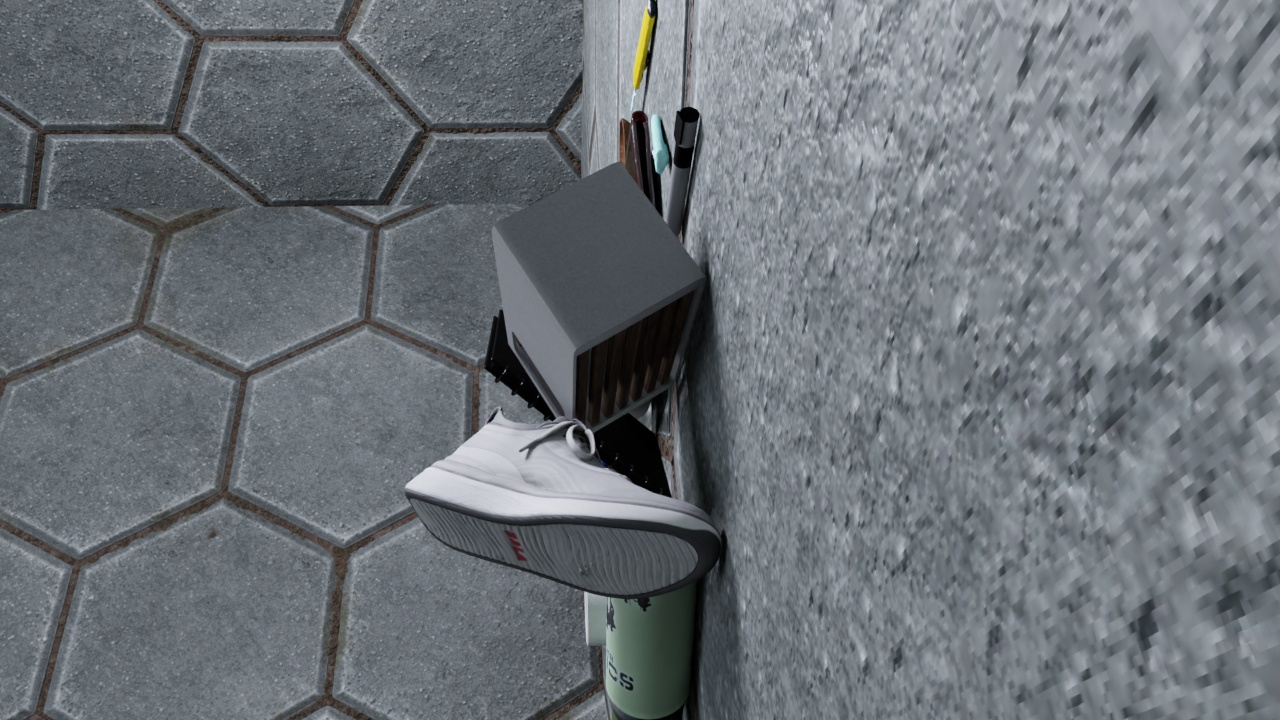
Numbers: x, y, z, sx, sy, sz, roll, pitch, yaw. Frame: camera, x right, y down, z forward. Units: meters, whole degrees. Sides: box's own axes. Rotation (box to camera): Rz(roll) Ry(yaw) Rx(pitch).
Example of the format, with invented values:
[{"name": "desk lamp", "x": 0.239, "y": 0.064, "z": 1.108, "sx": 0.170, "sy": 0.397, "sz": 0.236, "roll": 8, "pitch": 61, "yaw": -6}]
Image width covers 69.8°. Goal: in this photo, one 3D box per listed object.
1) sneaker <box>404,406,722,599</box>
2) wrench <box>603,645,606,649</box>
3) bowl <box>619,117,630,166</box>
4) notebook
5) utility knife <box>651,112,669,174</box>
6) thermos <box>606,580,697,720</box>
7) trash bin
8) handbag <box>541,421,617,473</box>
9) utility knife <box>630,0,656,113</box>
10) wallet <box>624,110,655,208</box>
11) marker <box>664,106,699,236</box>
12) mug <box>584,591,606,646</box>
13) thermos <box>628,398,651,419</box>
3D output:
[{"name": "sneaker", "x": -0.048, "y": 0.098, "z": 0.709, "sx": 0.128, "sy": 0.263, "sz": 0.097, "roll": -58, "pitch": -38, "yaw": -37}, {"name": "wrench", "x": -0.049, "y": 0.264, "z": 1.153, "sx": 0.018, "sy": 0.087, "sz": 0.273, "roll": -38, "pitch": -60, "yaw": -53}, {"name": "bowl", "x": -0.010, "y": -0.242, "z": 1.120, "sx": 0.114, "sy": 0.026, "sz": 0.102, "roll": -98, "pitch": 7, "yaw": -53}, {"name": "notebook", "x": -0.064, "y": 0.048, "z": 0.953, "sx": 0.019, "sy": 0.231, "sz": 0.169, "roll": -46, "pitch": 18, "yaw": 11}, {"name": "utility knife", "x": 0.018, "y": -0.218, "z": 0.901, "sx": 0.119, "sy": 0.015, "sz": 0.022, "roll": -93, "pitch": 3, "yaw": -53}, {"name": "thermos", "x": 0.010, "y": 0.236, "z": 0.791, "sx": 0.082, "sy": 0.082, "sz": 0.232, "roll": -100, "pitch": 10, "yaw": -61}, {"name": "trash bin", "x": -0.038, "y": -0.037, "z": 0.769, "sx": 0.114, "sy": 0.114, "sz": 0.229, "roll": 55, "pitch": 164, "yaw": 16}, {"name": "handbag", "x": -0.091, "y": 0.165, "z": 1.199, "sx": 0.093, "sy": 0.199, "sz": 0.200, "roll": -158, "pitch": 64, "yaw": -80}, {"name": "utility knife", "x": -0.001, "y": -0.338, "z": 1.031, "sx": 0.207, "sy": 0.018, "sz": 0.030, "roll": 121, "pitch": 153, "yaw": -71}, {"name": "wallet", "x": 0.003, "y": -0.193, "z": 0.996, "sx": 0.099, "sy": 0.031, "sz": 0.119, "roll": 97, "pitch": 168, "yaw": -74}, {"name": "marker", "x": 0.032, "y": -0.148, "z": 0.742, "sx": 0.141, "sy": 0.016, "sz": 0.016, "roll": 97, "pitch": 170, "yaw": -60}, {"name": "mug", "x": -0.008, "y": 0.224, "z": 0.883, "sx": 0.073, "sy": 0.089, "sz": 0.105, "roll": -99, "pitch": 9, "yaw": -55}, {"name": "thermos", "x": -0.006, "y": 0.006, "z": 1.002, "sx": 0.224, "sy": 0.052, "sz": 0.052, "roll": 101, "pitch": 167, "yaw": -67}]
